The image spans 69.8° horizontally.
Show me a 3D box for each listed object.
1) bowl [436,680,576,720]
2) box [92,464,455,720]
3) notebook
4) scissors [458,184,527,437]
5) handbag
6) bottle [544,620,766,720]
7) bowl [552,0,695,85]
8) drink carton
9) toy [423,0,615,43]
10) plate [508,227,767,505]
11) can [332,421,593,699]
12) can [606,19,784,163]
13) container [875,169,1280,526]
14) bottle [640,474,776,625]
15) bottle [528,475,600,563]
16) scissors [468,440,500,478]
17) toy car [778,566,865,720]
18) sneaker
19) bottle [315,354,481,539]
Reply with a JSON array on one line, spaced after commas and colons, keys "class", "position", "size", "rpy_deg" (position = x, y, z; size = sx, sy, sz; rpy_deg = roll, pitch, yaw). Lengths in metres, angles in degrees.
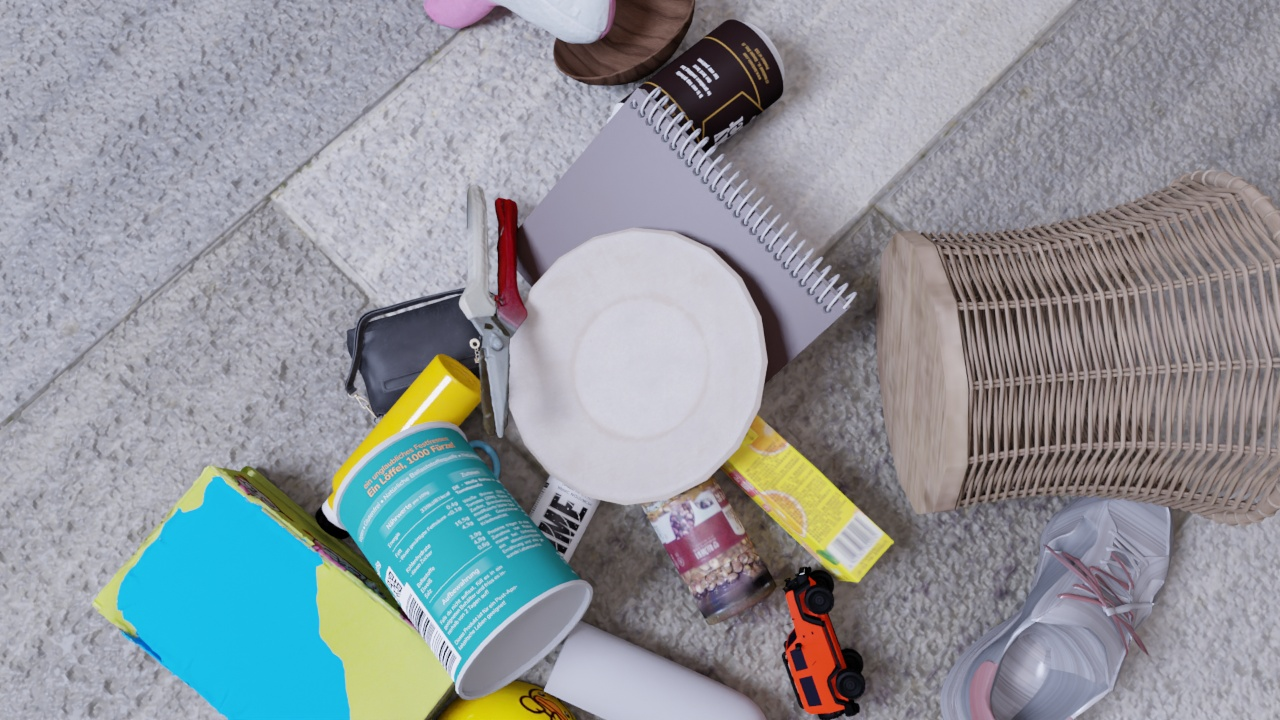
[{"class": "bowl", "position": [-0.091, 0.276, 0.603], "size": [0.117, 0.068, 0.117], "rpy_deg": [0, 79, -3]}, {"class": "box", "position": [-0.232, 0.180, 0.614], "size": [0.221, 0.079, 0.124], "rpy_deg": [35, 80, 7]}, {"class": "notebook", "position": [0.021, -0.063, 0.655], "size": [0.209, 0.022, 0.172], "rpy_deg": [48, 113, 7]}, {"class": "scissors", "position": [-0.097, -0.038, 0.638], "size": [0.139, 0.015, 0.188], "rpy_deg": [-24, 81, -46]}, {"class": "handbag", "position": [-0.151, -0.003, 0.663], "size": [0.128, 0.054, 0.079], "rpy_deg": [-17, 84, -8]}, {"class": "bottle", "position": [0.034, 0.239, 0.623], "size": [0.195, 0.052, 0.052], "rpy_deg": [24, 79, 2]}, {"class": "bowl", "position": [-0.008, -0.250, 0.710], "size": [0.119, 0.032, 0.119], "rpy_deg": [-15, 52, 20]}, {"class": "drink carton", "position": [0.108, 0.097, 0.650], "size": [0.134, 0.058, 0.043], "rpy_deg": [43, 80, 7]}, {"class": "toy", "position": [-0.110, -0.350, 0.701], "size": [0.265, 0.187, 0.127], "rpy_deg": [44, 42, -3]}, {"class": "plate", "position": [-0.004, 0.003, 0.635], "size": [0.189, 0.027, 0.188], "rpy_deg": [-3, 82, 20]}, {"class": "can", "position": [-0.114, 0.123, 0.583], "size": [0.099, 0.099, 0.144], "rpy_deg": [-41, 64, -9]}, {"class": "can", "position": [0.043, -0.196, 0.698], "size": [0.128, 0.072, 0.072], "rpy_deg": [-39, 83, -9]}, {"class": "container", "position": [0.274, 0.001, 0.601], "size": [0.196, 0.227, 0.226], "rpy_deg": [-5, 79, 3]}, {"class": "bottle", "position": [0.045, 0.125, 0.644], "size": [0.056, 0.056, 0.105], "rpy_deg": [-29, 81, -8]}, {"class": "bottle", "position": [-0.070, 0.135, 0.645], "size": [0.041, 0.041, 0.116], "rpy_deg": [27, 79, 3]}, {"class": "scissors", "position": [-0.130, 0.115, 0.664], "size": [0.118, 0.015, 0.139], "rpy_deg": [-41, 90, -8]}, {"class": "toy car", "position": [0.121, 0.195, 0.634], "size": [0.049, 0.051, 0.100], "rpy_deg": [-20, 87, 11]}, {"class": "sneaker", "position": [0.304, 0.174, 0.627], "size": [0.099, 0.089, 0.236], "rpy_deg": [39, 80, 5]}, {"class": "bottle", "position": [-0.169, 0.062, 0.633], "size": [0.043, 0.043, 0.144], "rpy_deg": [43, 97, 6]}]
